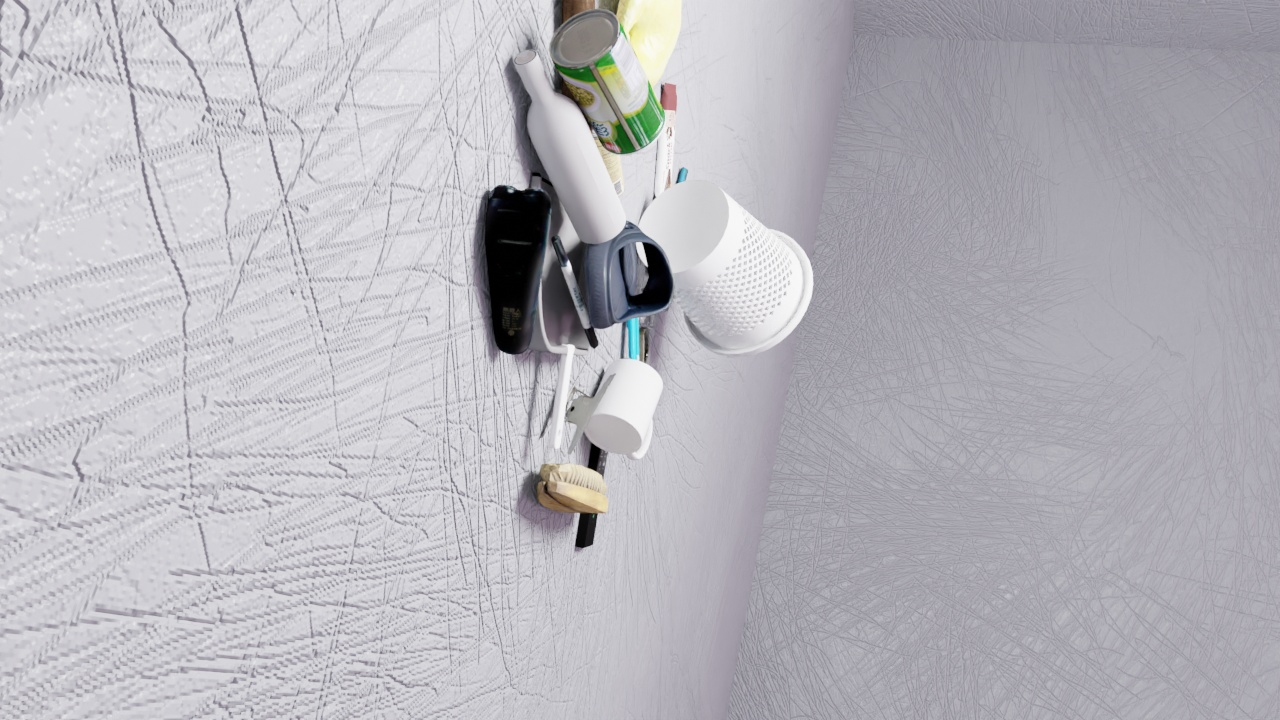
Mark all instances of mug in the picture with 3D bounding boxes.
[{"bbox_3d":[-0.014,0.068,1.117,0.110,0.074,0.090,63,35,-38],"label":"mug"}]

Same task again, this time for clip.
[{"bbox_3d":[-0.070,0.048,0.987,0.102,0.052,0.058,-60,146,-14],"label":"clip"}]

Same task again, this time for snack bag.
[{"bbox_3d":[0.035,-0.291,1.236,0.057,0.013,0.158,-33,130,-68],"label":"snack bag"}]

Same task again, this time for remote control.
[{"bbox_3d":[-0.058,0.156,1.139,0.034,0.013,0.150,18,81,-74],"label":"remote control"}]

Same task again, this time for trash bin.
[{"bbox_3d":[0.102,-0.132,1.225,0.199,0.196,0.195,36,62,-51],"label":"trash bin"}]

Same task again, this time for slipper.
[{"bbox_3d":[-0.007,-0.099,1.000,0.267,0.083,0.111,-66,154,-76],"label":"slipper"}]

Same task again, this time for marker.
[{"bbox_3d":[-0.063,-0.064,0.911,0.152,0.011,0.011,72,30,-45],"label":"marker"}]

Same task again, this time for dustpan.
[{"bbox_3d":[-0.080,-0.042,0.918,0.163,0.033,0.257,4,94,-74],"label":"dustpan"}]

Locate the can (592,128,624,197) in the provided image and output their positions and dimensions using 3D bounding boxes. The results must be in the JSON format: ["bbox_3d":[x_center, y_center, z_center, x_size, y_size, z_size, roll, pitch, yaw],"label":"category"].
[{"bbox_3d":[-0.040,-0.210,0.964,0.080,0.038,0.038,81,23,-47],"label":"can"}]

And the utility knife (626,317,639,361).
[{"bbox_3d":[-0.007,0.007,1.198,0.022,0.015,0.179,-25,116,-57],"label":"utility knife"}]

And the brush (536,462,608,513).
[{"bbox_3d":[-0.071,0.142,1.003,0.195,0.059,0.043,52,39,-71],"label":"brush"}]

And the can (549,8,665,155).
[{"bbox_3d":[-0.027,-0.246,0.823,0.121,0.067,0.067,52,48,-55],"label":"can"}]

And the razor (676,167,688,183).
[{"bbox_3d":[0.050,-0.216,1.319,0.042,0.022,0.143,53,42,-59],"label":"razor"}]

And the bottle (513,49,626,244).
[{"bbox_3d":[-0.067,-0.193,0.835,0.195,0.052,0.052,64,36,-48],"label":"bottle"}]

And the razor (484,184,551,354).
[{"bbox_3d":[-0.106,-0.078,0.794,0.067,0.054,0.152,-88,-176,-60],"label":"razor"}]

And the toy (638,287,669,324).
[{"bbox_3d":[0.015,-0.078,1.243,0.111,0.030,0.049,-40,120,-60],"label":"toy"}]

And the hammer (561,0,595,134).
[{"bbox_3d":[-0.046,-0.331,0.886,0.217,0.037,0.301,-50,146,-62],"label":"hammer"}]

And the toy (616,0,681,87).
[{"bbox_3d":[0.006,-0.370,0.998,0.154,0.065,0.170,-7,108,-74],"label":"toy"}]

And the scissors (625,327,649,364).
[{"bbox_3d":[-0.003,0.030,1.263,0.157,0.013,0.165,36,63,-70],"label":"scissors"}]
